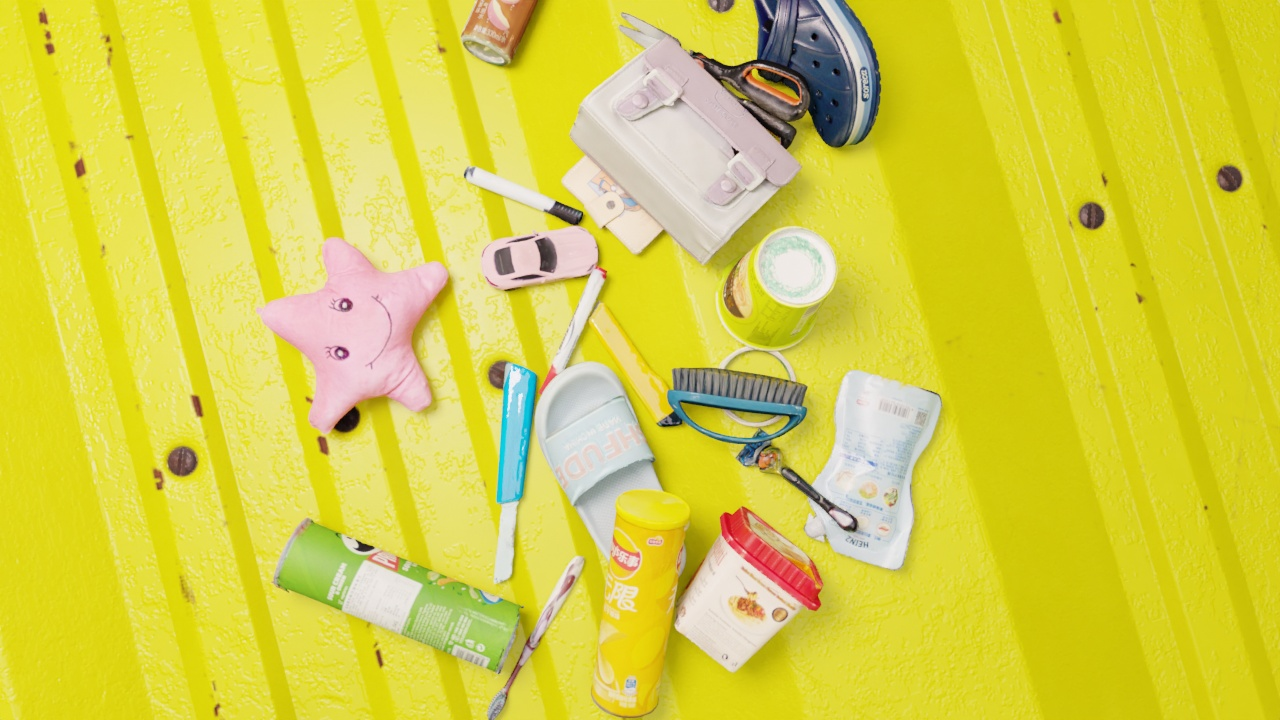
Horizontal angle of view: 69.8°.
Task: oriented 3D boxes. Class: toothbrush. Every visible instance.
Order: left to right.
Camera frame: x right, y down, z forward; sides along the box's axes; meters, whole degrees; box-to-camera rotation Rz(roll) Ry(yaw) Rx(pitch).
[{"bbox_3d":[-0.107,0.282,0.933,0.016,0.017,0.187,30,86,-2],"label":"toothbrush"}]

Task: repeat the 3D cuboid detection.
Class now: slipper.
[{"bbox_3d":[-0.028,0.121,0.921,0.104,0.074,0.245,-25,90,-4],"label":"slipper"},{"bbox_3d":[0.160,-0.336,0.945,0.095,0.105,0.252,-25,87,-9],"label":"slipper"}]

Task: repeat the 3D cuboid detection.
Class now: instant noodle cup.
[{"bbox_3d":[0.101,0.228,0.910,0.116,0.116,0.124,38,97,-1],"label":"instant noodle cup"},{"bbox_3d":[0.140,-0.077,0.912,0.111,0.123,0.111,1,78,-5],"label":"instant noodle cup"}]

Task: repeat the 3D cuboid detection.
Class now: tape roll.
[{"bbox_3d":[0.121,0.027,0.966,0.086,0.014,0.085,0,86,-4],"label":"tape roll"}]

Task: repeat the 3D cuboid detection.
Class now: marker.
[{"bbox_3d":[-0.123,-0.172,0.959,0.130,0.022,0.018,21,118,-3],"label":"marker"},{"bbox_3d":[-0.069,-0.029,0.950,0.017,0.017,0.145,24,90,-2],"label":"marker"}]

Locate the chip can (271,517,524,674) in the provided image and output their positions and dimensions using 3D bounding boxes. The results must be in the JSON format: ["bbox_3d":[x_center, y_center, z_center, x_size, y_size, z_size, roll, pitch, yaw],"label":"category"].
[{"bbox_3d":[-0.234,0.232,0.901,0.236,0.072,0.072,23,85,-2],"label":"chip can"}]

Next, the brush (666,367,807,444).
[{"bbox_3d":[0.097,0.047,0.927,0.144,0.055,0.073,7,85,-4],"label":"brush"}]

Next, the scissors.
[{"bbox_3d":[0.068,-0.291,0.970,0.235,0.153,0.021,17,44,26],"label":"scissors"}]

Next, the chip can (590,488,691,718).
[{"bbox_3d":[-0.003,0.233,0.883,0.072,0.072,0.213,8,107,-3],"label":"chip can"}]

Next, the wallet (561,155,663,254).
[{"bbox_3d":[-0.019,-0.175,0.967,0.087,0.024,0.115,-44,91,-10],"label":"wallet"}]

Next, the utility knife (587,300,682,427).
[{"bbox_3d":[-0.006,0.006,0.959,0.033,0.015,0.156,-34,88,-11],"label":"utility knife"}]

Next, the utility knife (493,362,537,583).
[{"bbox_3d":[-0.133,0.115,0.941,0.034,0.018,0.225,6,85,-5],"label":"utility knife"}]

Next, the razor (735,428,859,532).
[{"bbox_3d":[0.164,0.128,0.941,0.143,0.022,0.042,39,87,16],"label":"razor"}]

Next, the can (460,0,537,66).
[{"bbox_3d":[-0.134,-0.385,0.953,0.058,0.058,0.147,22,85,-2],"label":"can"}]

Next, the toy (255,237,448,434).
[{"bbox_3d":[-0.289,-0.023,0.910,0.178,0.075,0.194,10,85,-12],"label":"toy"}]

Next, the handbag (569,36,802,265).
[{"bbox_3d":[0.049,-0.217,0.929,0.197,0.099,0.144,44,65,-1],"label":"handbag"}]

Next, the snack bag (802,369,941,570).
[{"bbox_3d":[0.241,0.113,0.957,0.110,0.039,0.191,16,87,-2],"label":"snack bag"}]

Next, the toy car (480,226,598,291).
[{"bbox_3d":[-0.104,-0.106,0.949,0.122,0.037,0.056,-11,89,-5],"label":"toy car"}]
